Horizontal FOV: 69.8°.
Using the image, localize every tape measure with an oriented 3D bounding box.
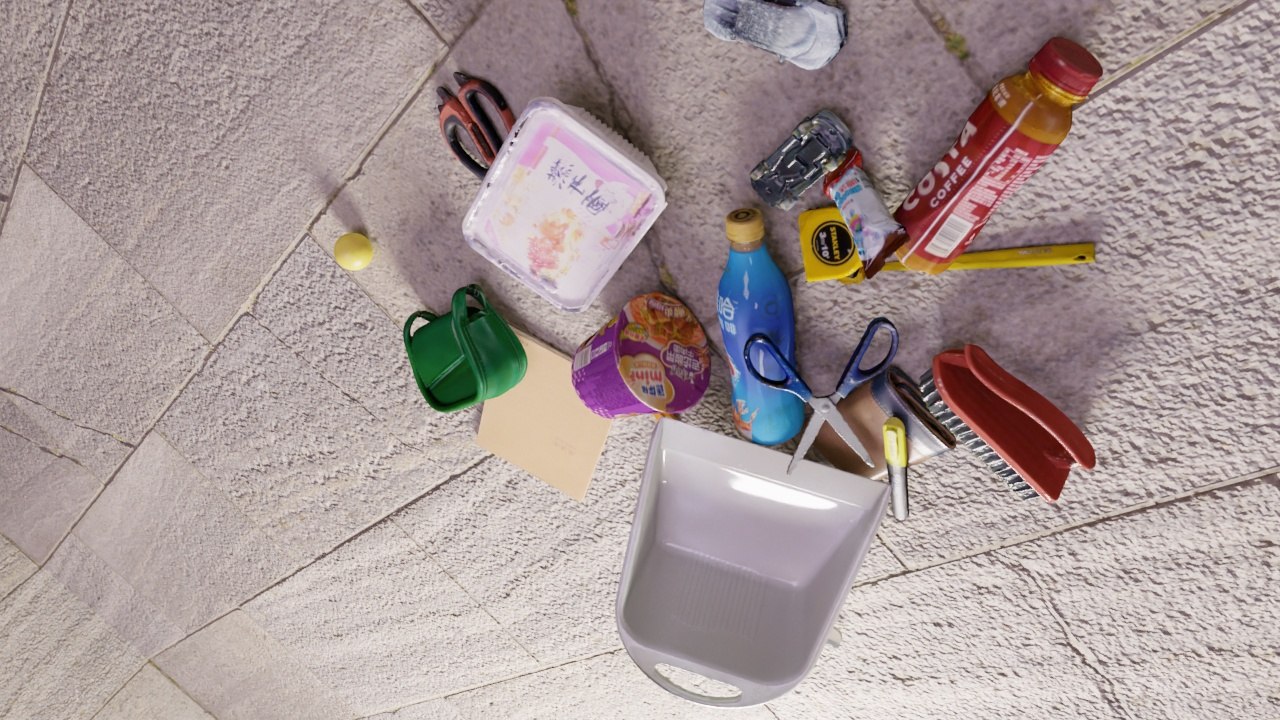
[{"bbox_3d":[0.155,-0.094,0.726,0.057,0.028,0.060,-4,103,33],"label":"tape measure"}]

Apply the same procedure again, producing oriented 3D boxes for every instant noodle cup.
[{"bbox_3d":[-0.005,0.005,0.858,0.111,0.111,0.099,49,143,-13],"label":"instant noodle cup"},{"bbox_3d":[-0.062,-0.138,0.792,0.138,0.060,0.174,35,130,-7],"label":"instant noodle cup"}]

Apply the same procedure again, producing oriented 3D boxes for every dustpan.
[{"bbox_3d":[0.087,0.213,0.872,0.223,0.142,0.258,16,139,5],"label":"dustpan"}]

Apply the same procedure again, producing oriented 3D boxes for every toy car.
[{"bbox_3d":[0.093,-0.239,0.646,0.105,0.031,0.049,23,135,12],"label":"toy car"},{"bbox_3d":[0.121,-0.152,0.698,0.043,0.034,0.091,40,137,-8],"label":"toy car"}]

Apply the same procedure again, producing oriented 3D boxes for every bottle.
[{"bbox_3d":[0.236,-0.135,0.625,0.057,0.057,0.175,34,135,2],"label":"bottle"},{"bbox_3d":[0.102,-0.027,0.791,0.065,0.065,0.219,8,128,26],"label":"bottle"}]

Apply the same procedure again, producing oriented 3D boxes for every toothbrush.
[{"bbox_3d":[0.242,-0.073,0.702,0.190,0.016,0.016,-1,126,32],"label":"toothbrush"}]

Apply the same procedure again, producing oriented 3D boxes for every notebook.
[{"bbox_3d":[-0.106,0.063,1.028,0.149,0.012,0.212,29,136,7],"label":"notebook"}]

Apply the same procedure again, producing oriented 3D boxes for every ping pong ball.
[{"bbox_3d":[-0.306,-0.116,0.979,0.040,0.040,0.040,17,132,19],"label":"ping pong ball"}]

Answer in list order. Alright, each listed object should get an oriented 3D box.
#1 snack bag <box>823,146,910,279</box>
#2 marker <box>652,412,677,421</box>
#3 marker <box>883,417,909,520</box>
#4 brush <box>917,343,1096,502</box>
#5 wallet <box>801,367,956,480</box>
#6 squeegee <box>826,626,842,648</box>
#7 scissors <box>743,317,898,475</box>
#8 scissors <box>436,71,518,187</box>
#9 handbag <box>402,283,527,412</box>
[{"bbox_3d":[0.164,-0.110,0.677,0.026,0.105,0.045,14,134,-36],"label":"snack bag"},{"bbox_3d":[0.001,0.030,0.932,0.018,0.015,0.124,-29,106,38],"label":"marker"},{"bbox_3d":[0.226,0.099,0.809,0.018,0.015,0.124,10,135,30],"label":"marker"},{"bbox_3d":[0.292,0.044,0.736,0.146,0.063,0.069,42,147,-4],"label":"brush"},{"bbox_3d":[0.212,0.064,0.823,0.090,0.033,0.116,45,136,-5],"label":"wallet"},{"bbox_3d":[0.151,0.183,0.951,0.246,0.039,0.247,23,134,-2],"label":"squeegee"},{"bbox_3d":[0.156,0.028,0.774,0.176,0.012,0.163,38,113,-17],"label":"scissors"},{"bbox_3d":[-0.133,-0.155,0.862,0.177,0.015,0.211,26,134,8],"label":"scissors"},{"bbox_3d":[-0.188,-0.011,0.971,0.132,0.067,0.120,-17,98,49],"label":"handbag"}]
